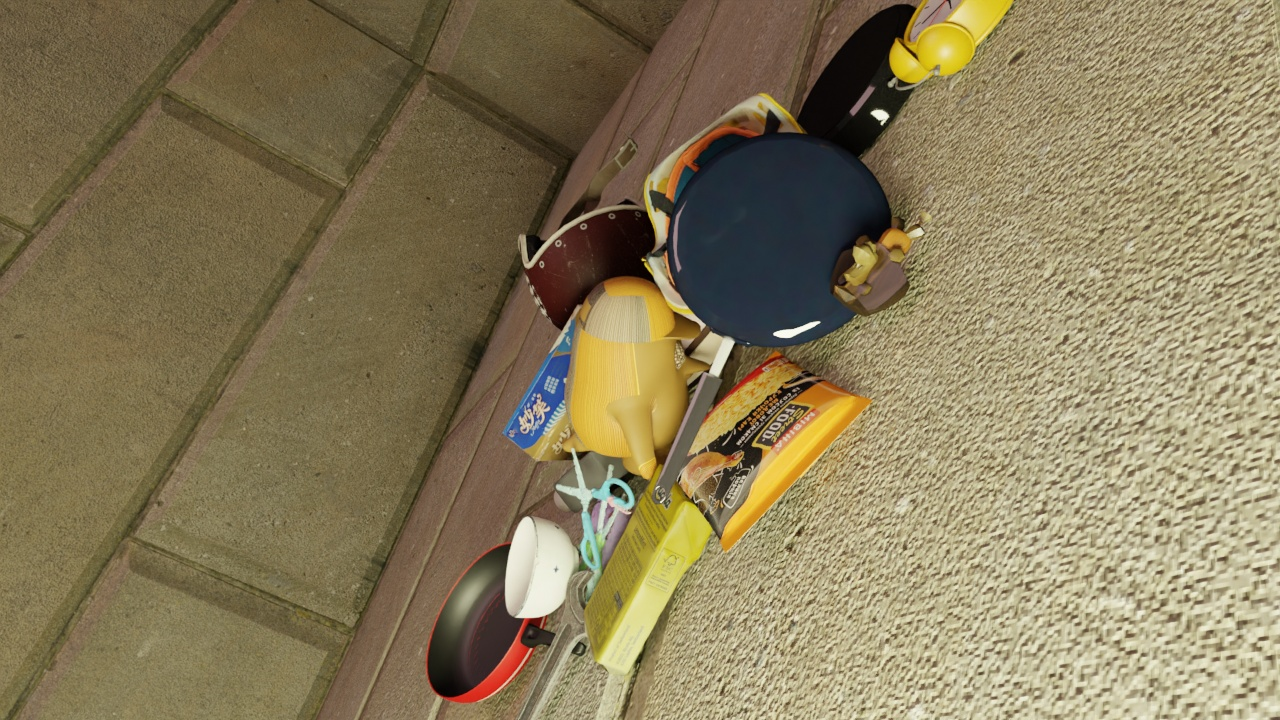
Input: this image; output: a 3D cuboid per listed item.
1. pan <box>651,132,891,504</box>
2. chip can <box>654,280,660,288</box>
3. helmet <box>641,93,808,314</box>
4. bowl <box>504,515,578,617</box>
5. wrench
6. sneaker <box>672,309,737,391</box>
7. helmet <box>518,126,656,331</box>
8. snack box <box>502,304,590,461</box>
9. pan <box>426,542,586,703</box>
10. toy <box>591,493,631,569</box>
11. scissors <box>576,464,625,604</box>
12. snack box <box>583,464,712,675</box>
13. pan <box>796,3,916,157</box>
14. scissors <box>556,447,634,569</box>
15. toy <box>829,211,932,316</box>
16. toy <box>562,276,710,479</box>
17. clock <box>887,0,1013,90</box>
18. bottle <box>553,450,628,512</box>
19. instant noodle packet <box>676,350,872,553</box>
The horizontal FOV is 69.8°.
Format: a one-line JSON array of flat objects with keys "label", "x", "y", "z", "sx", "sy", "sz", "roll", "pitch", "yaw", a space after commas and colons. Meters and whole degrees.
[{"label": "pan", "x": 0.087, "y": -0.038, "z": 0.803, "sx": 0.356, "sy": 0.199, "sz": 0.021, "roll": -65, "pitch": -18, "yaw": -4}, {"label": "chip can", "x": 0.086, "y": -0.126, "z": 1.146, "sx": 0.075, "sy": 0.075, "sz": 0.215, "roll": -64, "pitch": 15, "yaw": -11}, {"label": "helmet", "x": 0.117, "y": -0.133, "z": 0.940, "sx": 0.210, "sy": 0.139, "sz": 0.239, "roll": -29, "pitch": 52, "yaw": 39}, {"label": "bowl", "x": -0.109, "y": 0.236, "z": 1.042, "sx": 0.113, "sy": 0.063, "sz": 0.113, "roll": -168, "pitch": 91, "yaw": -70}, {"label": "wrench", "x": -0.106, "y": 0.352, "z": 0.982, "sx": 0.070, "sy": 0.010, "sz": 0.273, "roll": 32, "pitch": 97, "yaw": 52}, {"label": "sneaker", "x": 0.011, "y": -0.015, "z": 1.110, "sx": 0.295, "sy": 0.116, "sz": 0.111, "roll": -43, "pitch": 24, "yaw": 50}, {"label": "helmet", "x": -0.062, "y": -0.158, "z": 1.377, "sx": 0.234, "sy": 0.233, "sz": 0.253, "roll": 81, "pitch": 162, "yaw": -46}, {"label": "snack box", "x": -0.075, "y": 0.035, "z": 1.245, "sx": 0.203, "sy": 0.069, "sz": 0.154, "roll": -59, "pitch": -25, "yaw": 10}, {"label": "pan", "x": -0.153, "y": 0.332, "z": 1.126, "sx": 0.357, "sy": 0.067, "sz": 0.208, "roll": -6, "pitch": 52, "yaw": 52}, {"label": "toy", "x": -0.038, "y": 0.195, "z": 1.051, "sx": 0.100, "sy": 0.036, "sz": 0.080, "roll": -172, "pitch": 99, "yaw": -73}, {"label": "scissors", "x": -0.050, "y": 0.197, "z": 1.013, "sx": 0.139, "sy": 0.028, "sz": 0.170, "roll": -154, "pitch": 77, "yaw": -69}, {"label": "snack box", "x": 0.006, "y": 0.201, "z": 0.882, "sx": 0.181, "sy": 0.045, "sz": 0.121, "roll": -63, "pitch": 14, "yaw": 4}, {"label": "pan", "x": 0.202, "y": -0.259, "z": 1.067, "sx": 0.357, "sy": 0.044, "sz": 0.203, "roll": -47, "pitch": 20, "yaw": 40}, {"label": "scissors", "x": -0.050, "y": 0.161, "z": 0.975, "sx": 0.135, "sy": 0.015, "sz": 0.135, "roll": 6, "pitch": 99, "yaw": 55}, {"label": "toy", "x": 0.197, "y": -0.083, "z": 0.741, "sx": 0.100, "sy": 0.062, "sz": 0.076, "roll": -50, "pitch": 37, "yaw": 0}, {"label": "toy", "x": -0.006, "y": 0.006, "z": 0.984, "sx": 0.198, "sy": 0.162, "sz": 0.204, "roll": -112, "pitch": 19, "yaw": -60}, {"label": "clock", "x": 0.293, "y": -0.321, "z": 0.866, "sx": 0.152, "sy": 0.052, "sz": 0.113, "roll": -57, "pitch": 15, "yaw": 2}, {"label": "bottle", "x": -0.058, "y": 0.143, "z": 1.134, "sx": 0.083, "sy": 0.046, "sz": 0.174, "roll": -34, "pitch": -6, "yaw": -40}, {"label": "instant noodle packet", "x": 0.099, "y": 0.068, "z": 0.799, "sx": 0.160, "sy": 0.032, "sz": 0.221, "roll": -46, "pitch": 15, "yaw": 0}]
